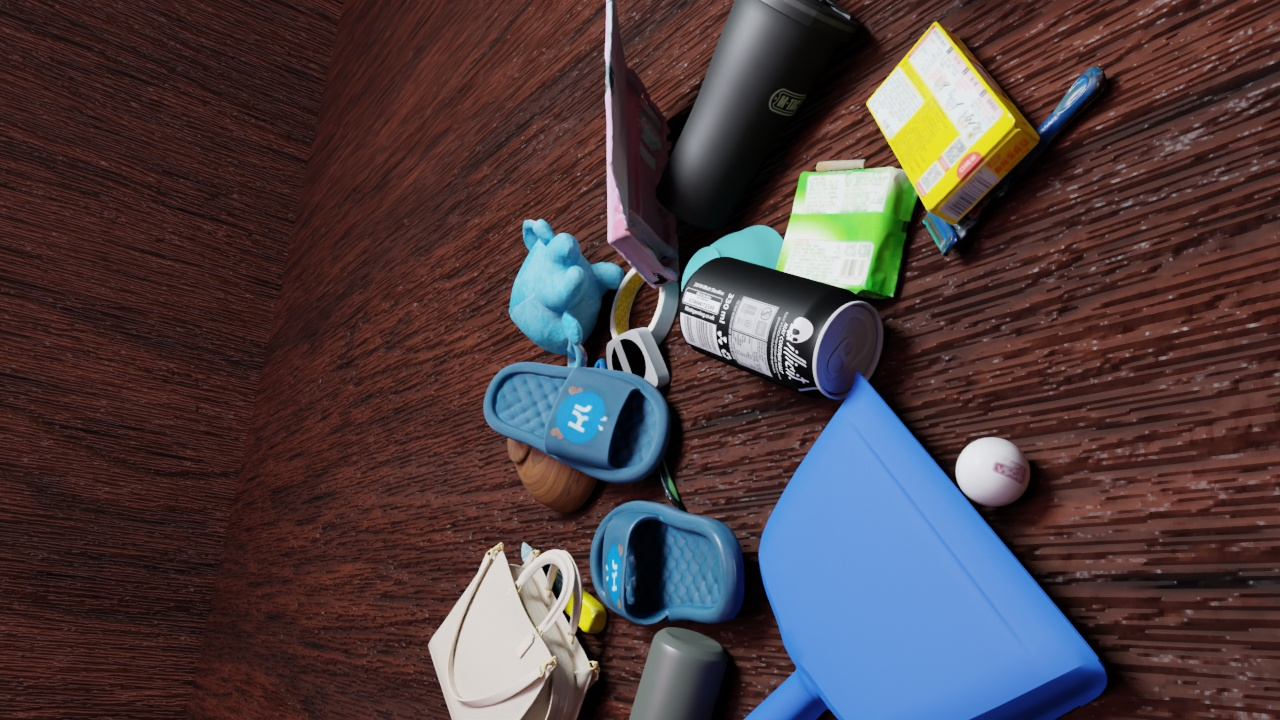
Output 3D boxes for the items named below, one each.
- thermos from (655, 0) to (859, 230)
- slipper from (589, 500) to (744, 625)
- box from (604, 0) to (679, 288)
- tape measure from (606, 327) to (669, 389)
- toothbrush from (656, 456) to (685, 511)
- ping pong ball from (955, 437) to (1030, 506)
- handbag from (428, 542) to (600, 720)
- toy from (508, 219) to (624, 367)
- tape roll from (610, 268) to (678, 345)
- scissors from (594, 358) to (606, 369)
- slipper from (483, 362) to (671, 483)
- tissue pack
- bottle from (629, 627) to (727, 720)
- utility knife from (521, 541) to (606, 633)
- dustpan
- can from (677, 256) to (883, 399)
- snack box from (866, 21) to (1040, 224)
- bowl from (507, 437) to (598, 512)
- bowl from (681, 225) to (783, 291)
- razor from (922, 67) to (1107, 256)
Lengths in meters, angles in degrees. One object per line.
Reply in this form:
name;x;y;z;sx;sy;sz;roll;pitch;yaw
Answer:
thermos;0.091;-0.223;0.791;0.219;0.105;0.105;-62;33;28
slipper;0.010;0.166;0.751;0.214;0.059;0.103;-18;74;57
box;-0.014;-0.205;0.870;0.051;0.180;0.232;-12;54;16
tape measure;-0.005;0.005;0.884;0.064;0.016;0.065;-30;77;47
toothbrush;0.022;0.106;0.821;0.017;0.014;0.187;-55;36;28
ping pong ball;0.204;0.065;0.532;0.040;0.040;0.040;-31;51;48
handbag;-0.111;0.263;0.870;0.198;0.101;0.194;-62;36;16
toy;-0.075;-0.082;0.974;0.181;0.114;0.183;138;117;-66
tape roll;0.003;-0.053;0.918;0.094;0.019;0.094;-31;51;48
scissors;-0.028;0.050;0.929;0.097;0.020;0.132;-39;44;47
slipper;-0.064;0.046;0.865;0.214;0.059;0.103;15;75;31
tissue pack;0.153;-0.099;0.692;0.114;0.034;0.099;15;91;58
bottle;0.025;0.264;0.700;0.060;0.060;0.108;16;89;58
utility knife;-0.084;0.224;0.926;0.186;0.020;0.029;23;95;57
dustpan;0.125;0.178;0.588;0.258;0.059;0.245;-49;38;18
can;0.100;-0.026;0.682;0.146;0.080;0.080;24;97;48
snack box;0.207;-0.165;0.627;0.075;0.025;0.152;-50;30;32
bowl;-0.097;0.080;0.950;0.148;0.068;0.147;-33;51;53
bowl;0.070;-0.066;0.794;0.121;0.046;0.121;-31;51;48
razor;0.240;-0.126;0.585;0.141;0.018;0.043;-49;30;32
